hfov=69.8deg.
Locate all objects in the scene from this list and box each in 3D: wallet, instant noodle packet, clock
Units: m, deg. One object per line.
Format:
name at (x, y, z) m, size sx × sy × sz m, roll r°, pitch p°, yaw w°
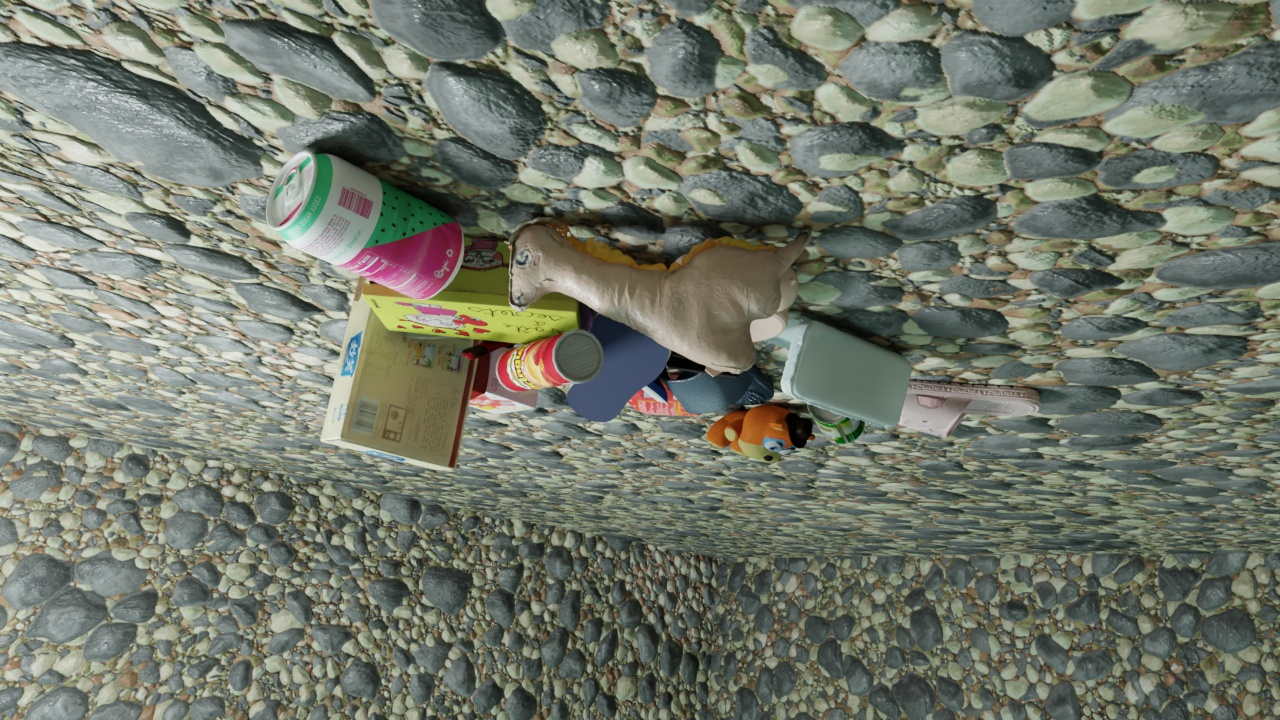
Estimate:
wallet at (0.067, -0.014, 1.091) m, size 0.091 × 0.018 × 0.115 m, roll 9°, pitch -159°, yaw -9°
instant noodle packet at (-0.007, 0.007, 1.190) m, size 0.026 × 0.087 × 0.134 m, roll -36°, pitch 152°, yaw 8°
clock at (0.090, -0.052, 0.966) m, size 0.131 × 0.086 × 0.161 m, roll 7°, pitch 157°, yaw -1°

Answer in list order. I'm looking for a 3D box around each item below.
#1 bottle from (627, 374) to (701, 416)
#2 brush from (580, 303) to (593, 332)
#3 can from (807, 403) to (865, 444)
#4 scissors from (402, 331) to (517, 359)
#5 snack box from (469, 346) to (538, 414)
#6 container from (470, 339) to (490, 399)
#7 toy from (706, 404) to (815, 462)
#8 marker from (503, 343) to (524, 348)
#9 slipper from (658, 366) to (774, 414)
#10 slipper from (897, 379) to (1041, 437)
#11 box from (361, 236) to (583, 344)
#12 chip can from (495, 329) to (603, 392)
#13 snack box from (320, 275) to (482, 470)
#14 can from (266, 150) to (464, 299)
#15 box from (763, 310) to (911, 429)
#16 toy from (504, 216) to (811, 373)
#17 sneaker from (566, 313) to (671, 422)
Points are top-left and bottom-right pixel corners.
bottle at (0.024, 0.049, 1.339) m, size 0.138 × 0.062 × 0.062 m, roll 3°, pitch 163°, yaw 15°
brush at (-0.082, -0.007, 1.151) m, size 0.043 × 0.089 × 0.229 m, roll 8°, pitch 163°, yaw 9°
can at (0.281, 0.075, 1.317) m, size 0.067 × 0.067 × 0.121 m, roll 0°, pitch 161°, yaw 21°
scissors at (-0.185, -0.029, 1.081) m, size 0.179 × 0.015 × 0.196 m, roll 6°, pitch -165°, yaw -6°
snack box at (-0.209, 0.027, 1.317) m, size 0.093 × 0.079 × 0.094 m, roll -10°, pitch 156°, yaw 41°
container at (-0.315, 0.008, 1.242) m, size 0.201 × 0.126 × 0.148 m, roll -15°, pitch 154°, yaw 35°
toy at (0.194, 0.113, 1.449) m, size 0.112 × 0.096 × 0.177 m, roll 21°, pitch 147°, yaw -38°
marker at (-0.126, -0.009, 1.274) m, size 0.145 × 0.019 × 0.019 m, roll 17°, pitch 160°, yaw -32°
slipper at (0.102, 0.036, 1.237) m, size 0.101 × 0.082 × 0.263 m, roll -9°, pitch 158°, yaw 34°
slipper at (0.423, 0.071, 1.261) m, size 0.239 × 0.064 × 0.094 m, roll 1°, pitch 162°, yaw 11°
box at (-0.169, -0.074, 0.981) m, size 0.221 × 0.082 × 0.124 m, roll 8°, pitch 163°, yaw -1°
chip can at (-0.098, 0.003, 0.943) m, size 0.051 × 0.051 × 0.215 m, roll 13°, pitch 171°, yaw -21°
snack box at (-0.275, 0.013, 1.085) m, size 0.153 × 0.207 × 0.055 m, roll 21°, pitch 160°, yaw -39°
can at (-0.247, -0.121, 0.841) m, size 0.088 × 0.088 × 0.165 m, roll -8°, pitch 158°, yaw 39°
box at (0.231, 0.020, 1.097) m, size 0.211 × 0.105 × 0.130 m, roll 18°, pitch 163°, yaw -31°
toy at (0.008, -0.089, 0.864) m, size 0.264 × 0.196 × 0.065 m, roll 29°, pitch 173°, yaw 14°
sneaker at (-0.007, -0.033, 1.019) m, size 0.091 × 0.118 × 0.234 m, roll 27°, pitch 144°, yaw -1°
